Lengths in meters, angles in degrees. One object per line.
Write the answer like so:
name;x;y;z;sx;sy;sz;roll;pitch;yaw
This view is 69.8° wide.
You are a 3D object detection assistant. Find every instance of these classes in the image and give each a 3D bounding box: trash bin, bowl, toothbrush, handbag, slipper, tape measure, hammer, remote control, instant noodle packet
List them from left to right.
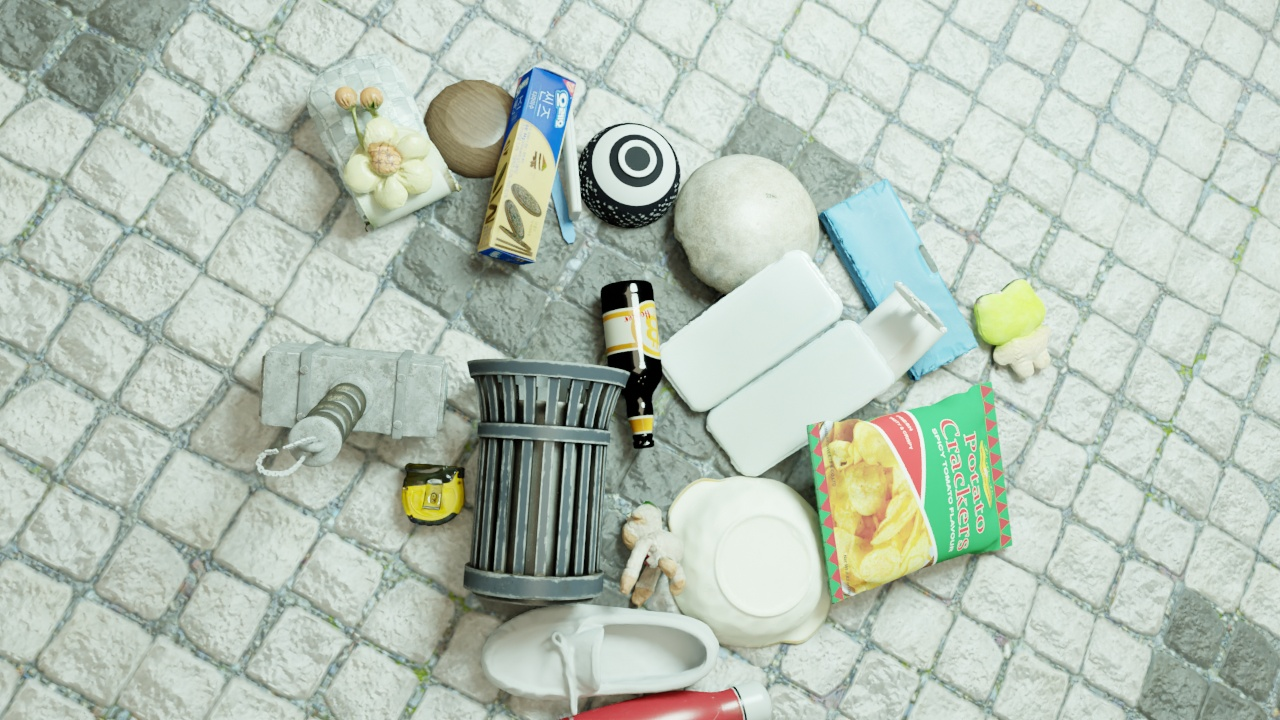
hammer;-0.268;0.046;0.819;0.177;0.326;0.079;5;98;-10
handbag;-0.277;-0.237;0.962;0.112;0.123;0.171;-26;93;-7
tape measure;-0.216;0.141;0.959;0.065;0.037;0.064;5;80;-10
bowl;-0.184;-0.266;1.031;0.117;0.030;0.117;2;81;-10
trash bin;-0.100;0.121;0.924;0.164;0.164;0.227;5;84;-10
toothbrush;-0.100;-0.214;1.047;0.016;0.014;0.166;-14;85;-12
remote control;-0.079;-0.224;1.038;0.012;0.033;0.130;-3;79;-13
slipper;-0.041;0.306;0.947;0.247;0.075;0.112;0;66;-2
bowl;-0.009;-0.217;1.037;0.120;0.066;0.120;2;81;-10
bowl;0.127;0.219;1.000;0.219;0.060;0.188;44;76;-1
bowl;0.132;-0.163;1.032;0.178;0.081;0.178;7;70;-19
instant noodle packet;0.305;0.142;1.020;0.252;0.090;0.195;-11;95;-22

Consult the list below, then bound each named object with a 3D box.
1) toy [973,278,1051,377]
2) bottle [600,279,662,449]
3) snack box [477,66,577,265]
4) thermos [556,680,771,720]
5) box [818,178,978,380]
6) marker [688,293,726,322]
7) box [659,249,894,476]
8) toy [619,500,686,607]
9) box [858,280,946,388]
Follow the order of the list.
toy;0.454;-0.036;1.108;0.092;0.046;0.115;-27;94;-12
bottle;-0.006;0.006;1.007;0.059;0.059;0.181;-5;82;-11
snack box;-0.125;-0.212;1.003;0.057;0.056;0.206;14;85;-25
thermos;0.021;0.381;0.948;0.239;0.073;0.073;-11;83;-13
box;0.306;-0.097;1.085;0.093;0.052;0.231;-27;87;-12
marker;0.106;-0.078;1.062;0.123;0.017;0.021;-38;89;-14
box;0.144;0.007;1.007;0.209;0.037;0.189;-34;87;17
toy;0.005;0.199;0.974;0.074;0.085;0.105;-18;62;16
box;0.272;-0.025;1.001;0.106;0.150;0.080;-46;73;13
